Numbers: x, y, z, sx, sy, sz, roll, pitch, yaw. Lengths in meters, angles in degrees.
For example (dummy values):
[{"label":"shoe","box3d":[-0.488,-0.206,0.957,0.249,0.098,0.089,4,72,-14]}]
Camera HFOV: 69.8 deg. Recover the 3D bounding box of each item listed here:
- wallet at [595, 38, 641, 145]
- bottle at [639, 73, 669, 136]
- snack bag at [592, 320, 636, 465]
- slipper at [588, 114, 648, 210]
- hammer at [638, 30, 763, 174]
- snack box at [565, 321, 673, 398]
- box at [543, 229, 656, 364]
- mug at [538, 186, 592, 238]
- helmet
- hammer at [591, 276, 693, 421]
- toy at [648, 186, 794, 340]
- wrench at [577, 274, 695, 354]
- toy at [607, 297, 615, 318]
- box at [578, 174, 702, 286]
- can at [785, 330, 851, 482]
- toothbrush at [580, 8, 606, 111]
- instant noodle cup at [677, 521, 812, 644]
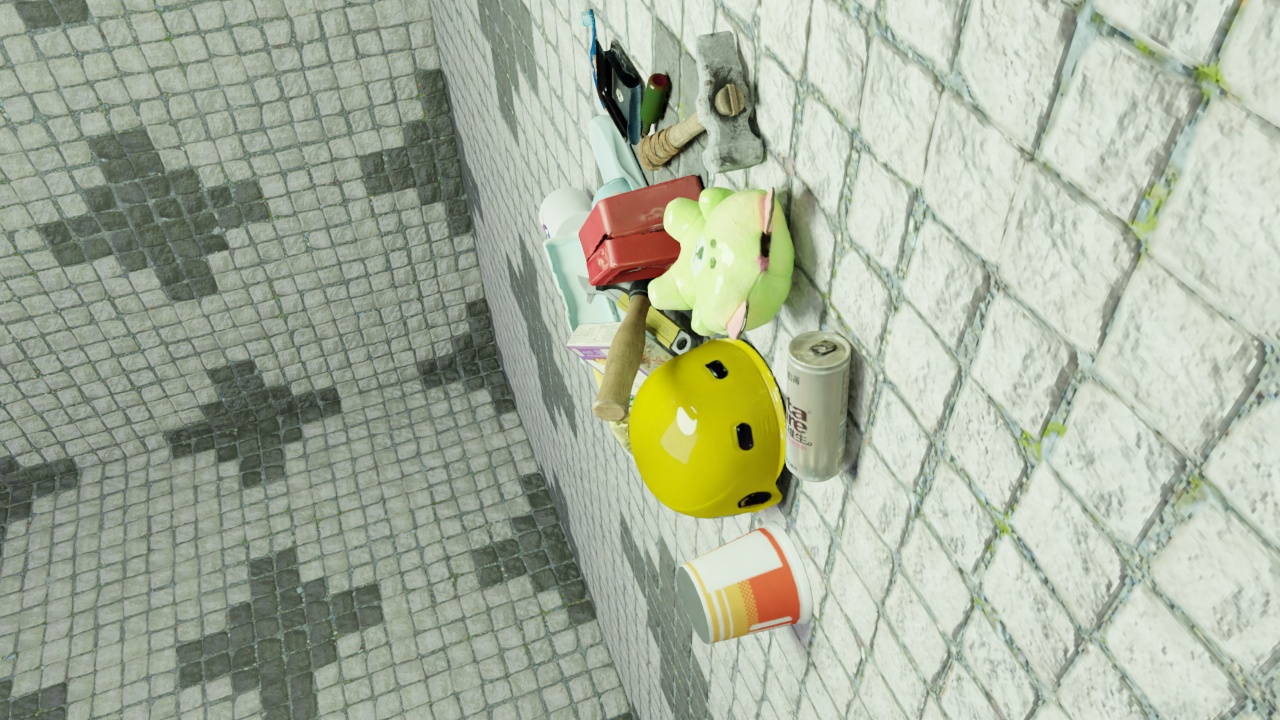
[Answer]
[{"label":"wallet","box3d":[-0.026,-0.339,1.156,0.089,0.026,0.115,92,158,-53]},{"label":"bottle","box3d":[0.013,-0.291,1.058,0.106,0.025,0.025,113,139,-69]},{"label":"snack bag","box3d":[-0.025,0.032,1.405,0.160,0.068,0.247,59,-169,-59]},{"label":"slipper","box3d":[-0.034,-0.218,1.231,0.104,0.074,0.245,105,147,-67]},{"label":"hammer","box3d":[0.045,-0.240,0.959,0.319,0.049,0.121,-165,63,-76]},{"label":"snack box","box3d":[-0.007,0.007,1.213,0.148,0.040,0.144,38,163,-24]},{"label":"box","box3d":[-0.052,-0.103,1.315,0.041,0.134,0.197,76,175,-76]},{"label":"mug","box3d":[-0.099,-0.212,1.493,0.121,0.091,0.090,39,-167,-40]},{"label":"helmet","box3d":[0.063,0.085,1.050,0.240,0.139,0.209,109,143,-67]},{"label":"hammer","box3d":[-0.007,-0.024,1.041,0.304,0.132,0.040,-76,-7,-59]},{"label":"toy","box3d":[0.085,-0.091,0.866,0.197,0.107,0.150,29,111,59]},{"label":"wrench","box3d":[-0.009,-0.079,1.211,0.273,0.018,0.084,40,102,45]},{"label":"toy","box3d":[-0.046,-0.108,1.371,0.033,0.085,0.105,-38,53,32]},{"label":"box","box3d":[0.003,-0.143,1.057,0.158,0.129,0.092,166,89,-76]},{"label":"can","box3d":[0.156,0.043,0.812,0.054,0.054,0.136,-123,21,-50]},{"label":"toothbrush","box3d":[-0.061,-0.404,1.244,0.021,0.017,0.135,-130,27,-64]},{"label":"instant noodle cup","box3d":[0.118,0.267,1.076,0.123,0.121,0.123,163,90,-77]}]
